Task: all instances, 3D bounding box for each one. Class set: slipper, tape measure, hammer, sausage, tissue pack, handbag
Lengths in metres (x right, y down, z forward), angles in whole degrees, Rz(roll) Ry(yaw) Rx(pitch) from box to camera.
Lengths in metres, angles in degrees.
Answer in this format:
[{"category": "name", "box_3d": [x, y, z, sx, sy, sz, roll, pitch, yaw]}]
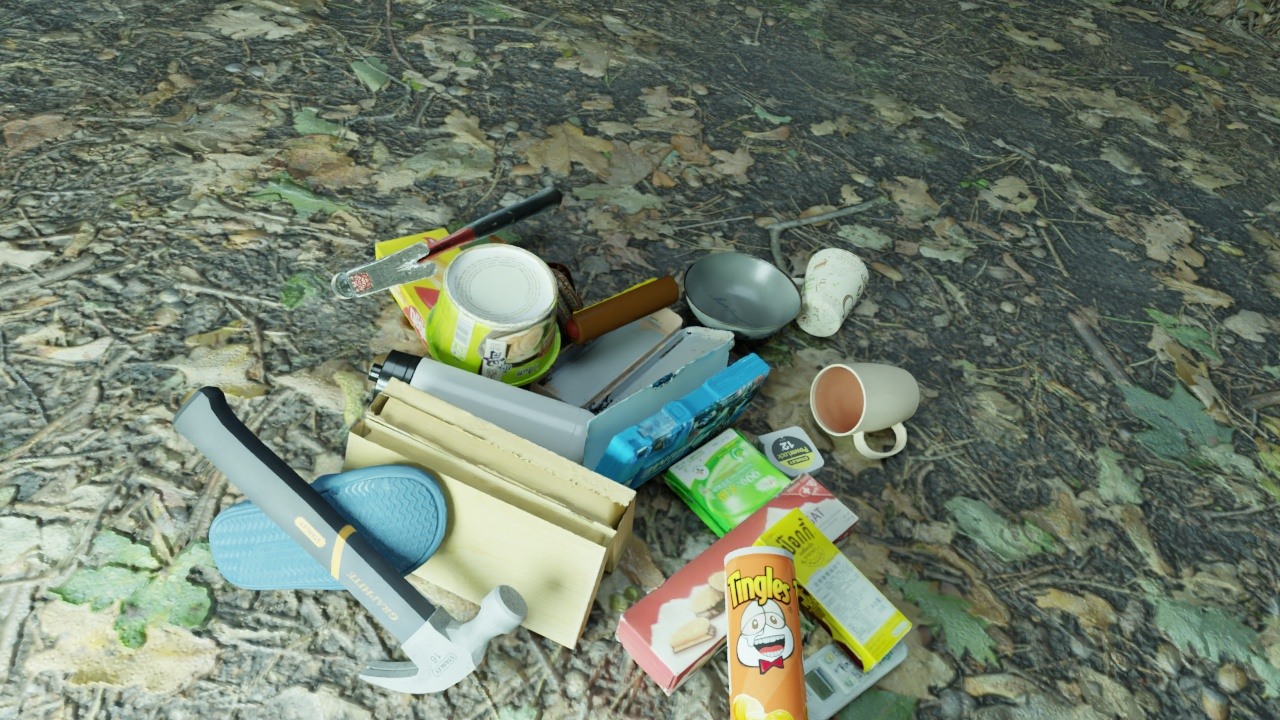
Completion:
[{"category": "slipper", "box_3d": [-0.264, 0.147, 0.788, 0.214, 0.104, 0.059, -13, 10, 8]}, {"category": "tape measure", "box_3d": [0.162, 0.104, 1.008, 0.064, 0.017, 0.065, -13, 49, -25]}, {"category": "hammer", "box_3d": [-0.197, -0.149, 1.077, 0.141, 0.036, 0.325, -9, 19, 40]}, {"category": "sausage", "box_3d": [-0.020, -0.061, 1.063, 0.155, 0.040, 0.040, -25, 55, -30]}, {"category": "tissue pack", "box_3d": [0.091, 0.127, 0.956, 0.113, 0.034, 0.099, -29, 59, -33]}, {"category": "hammer", "box_3d": [-0.246, 0.138, 0.737, 0.312, 0.139, 0.035, 45, 13, -2]}, {"category": "handbag", "box_3d": [-0.127, -0.106, 1.112, 0.043, 0.093, 0.196, -38, 50, -12]}]

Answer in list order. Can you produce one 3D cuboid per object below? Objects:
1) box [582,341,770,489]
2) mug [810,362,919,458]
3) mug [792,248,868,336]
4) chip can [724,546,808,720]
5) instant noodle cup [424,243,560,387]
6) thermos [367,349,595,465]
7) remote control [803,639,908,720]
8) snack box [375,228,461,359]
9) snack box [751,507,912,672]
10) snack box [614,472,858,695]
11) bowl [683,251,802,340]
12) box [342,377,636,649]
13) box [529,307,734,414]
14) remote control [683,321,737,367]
[{"category": "box", "box_3d": [0.032, 0.058, 0.944, 0.066, 0.091, 0.242, 44, 42, 17]}, {"category": "mug", "box_3d": [0.265, 0.056, 1.046, 0.104, 0.085, 0.111, -4, 73, -33]}, {"category": "mug", "box_3d": [0.224, -0.086, 1.194, 0.122, 0.081, 0.097, 8, 46, 26]}, {"category": "chip can", "box_3d": [0.104, 0.264, 0.757, 0.062, 0.062, 0.210, 6, 57, -8]}, {"category": "instant noodle cup", "box_3d": [-0.152, -0.052, 0.974, 0.146, 0.098, 0.146, 8, 50, -10]}, {"category": "thermos", "box_3d": [-0.165, 0.057, 0.940, 0.230, 0.101, 0.068, 19, 60, -6]}, {"category": "remote control", "box_3d": [0.182, 0.279, 0.825, 0.133, 0.022, 0.050, -22, 54, -32]}, {"category": "snack box", "box_3d": [-0.233, -0.076, 1.081, 0.092, 0.042, 0.200, -18, 51, -29]}, {"category": "snack box", "box_3d": [0.174, 0.208, 0.844, 0.061, 0.026, 0.149, -29, 66, -36]}, {"category": "snack box", "box_3d": [0.098, 0.201, 0.870, 0.272, 0.044, 0.076, -29, 58, -35]}, {"category": "bowl", "box_3d": [0.123, -0.069, 1.150, 0.150, 0.057, 0.150, 7, 43, -7]}, {"category": "box", "box_3d": [-0.138, 0.130, 0.827, 0.249, 0.141, 0.148, 22, 51, 10]}, {"category": "box", "box_3d": [-0.006, 0.006, 1.044, 0.157, 0.063, 0.215, 15, 38, 33]}, {"category": "remote control", "box_3d": [0.092, -0.002, 1.106, 0.039, 0.010, 0.124, -14, 49, -26]}]
